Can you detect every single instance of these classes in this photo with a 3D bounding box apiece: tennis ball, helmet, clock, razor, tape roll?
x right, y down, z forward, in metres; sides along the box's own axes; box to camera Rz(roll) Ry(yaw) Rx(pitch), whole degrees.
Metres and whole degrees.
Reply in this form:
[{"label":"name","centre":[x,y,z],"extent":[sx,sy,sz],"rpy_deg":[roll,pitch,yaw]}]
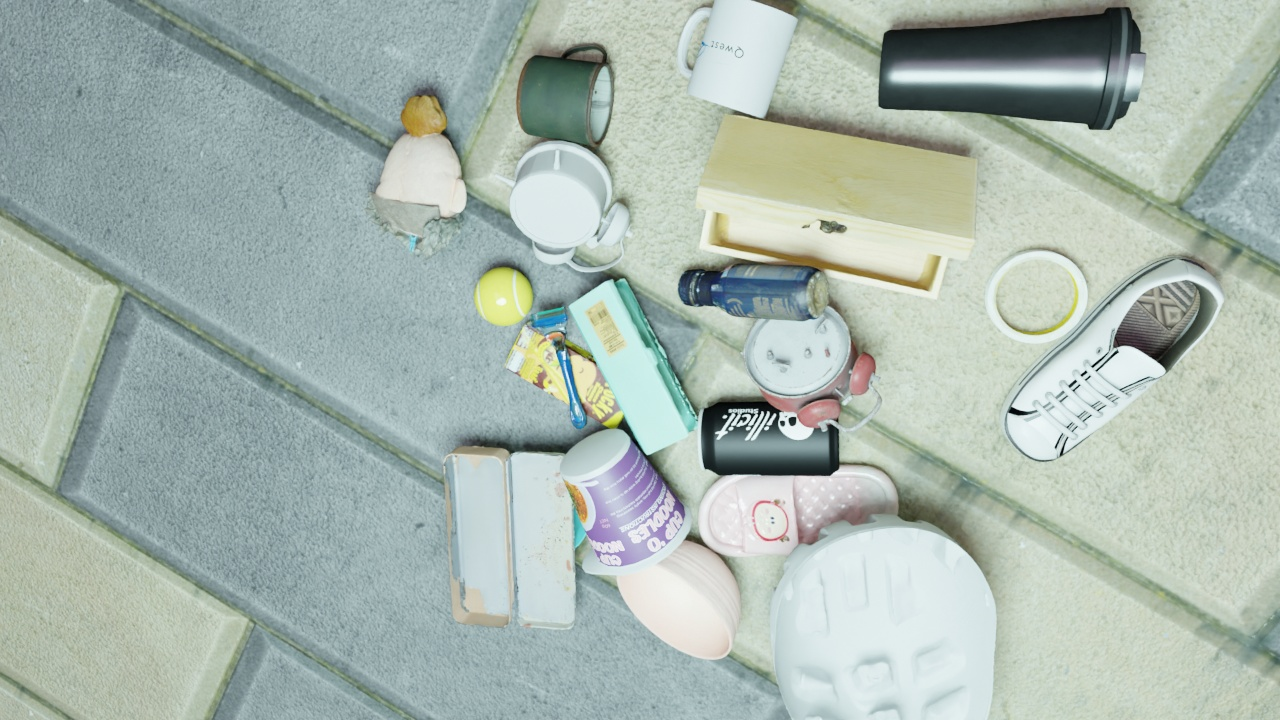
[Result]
[{"label":"tennis ball","centre":[-0.153,-0.071,1.022],"extent":[0.065,0.065,0.065],"rpy_deg":[3,104,12]},{"label":"helmet","centre":[0.239,0.274,0.942],"extent":[0.224,0.183,0.283],"rpy_deg":[-19,126,0]},{"label":"clock","centre":[-0.075,-0.159,0.976],"extent":[0.120,0.060,0.159],"rpy_deg":[-15,131,26]},{"label":"razor","centre":[-0.085,0.010,1.023],"extent":[0.044,0.018,0.141],"rpy_deg":[-10,104,16]},{"label":"tape roll","centre":[0.398,-0.065,0.925],"extent":[0.094,0.019,0.094],"rpy_deg":[3,104,12]},{"label":"clock","centre":[0.175,0.007,0.930],"extent":[0.110,0.062,0.157],"rpy_deg":[-42,57,0]}]

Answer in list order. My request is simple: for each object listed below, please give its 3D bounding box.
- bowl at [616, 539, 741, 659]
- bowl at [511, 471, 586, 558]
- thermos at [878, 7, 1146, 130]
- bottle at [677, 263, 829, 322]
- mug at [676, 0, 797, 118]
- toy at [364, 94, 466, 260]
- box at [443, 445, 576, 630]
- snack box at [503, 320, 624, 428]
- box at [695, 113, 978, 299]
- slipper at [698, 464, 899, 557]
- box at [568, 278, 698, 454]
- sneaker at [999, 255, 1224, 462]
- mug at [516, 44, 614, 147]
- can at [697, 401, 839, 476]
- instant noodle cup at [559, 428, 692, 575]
[{"label":"bowl","centre":[0.055,0.257,1.038],"extent":[0.153,0.075,0.153],"rpy_deg":[25,139,24]},{"label":"bowl","centre":[-0.112,0.167,1.081],"extent":[0.121,0.046,0.121],"rpy_deg":[3,104,12]},{"label":"thermos","centre":[0.336,-0.270,0.851],"extent":[0.219,0.105,0.106],"rpy_deg":[5,104,16]},{"label":"bottle","centre":[0.112,-0.071,0.942],"extent":[0.161,0.056,0.056],"rpy_deg":[7,106,38]},{"label":"mug","centre":[0.086,-0.305,0.912],"extent":[0.120,0.083,0.096],"rpy_deg":[30,110,34]},{"label":"toy","centre":[-0.239,-0.202,1.006],"extent":[0.133,0.076,0.176],"rpy_deg":[19,109,23]},{"label":"box","centre":[-0.147,0.206,1.056],"extent":[0.151,0.043,0.216],"rpy_deg":[3,104,15]},{"label":"snack box","centre":[-0.078,0.016,1.047],"extent":[0.149,0.025,0.061],"rpy_deg":[30,108,4]},{"label":"box","centre":[0.189,-0.156,0.896],"extent":[0.248,0.184,0.141],"rpy_deg":[12,84,8]},{"label":"slipper","centre":[0.171,0.164,1.013],"extent":[0.222,0.055,0.107],"rpy_deg":[-10,99,13]},{"label":"box","centre":[-0.007,0.006,0.981],"extent":[0.077,0.080,0.188],"rpy_deg":[-26,90,-3]},{"label":"sneaker","centre":[0.460,0.008,0.888],"extent":[0.091,0.097,0.246],"rpy_deg":[43,108,0]},{"label":"mug","centre":[-0.075,-0.282,0.951],"extent":[0.081,0.085,0.111],"rpy_deg":[11,74,11]},{"label":"can","centre":[0.139,0.084,0.987],"extent":[0.146,0.080,0.080],"rpy_deg":[-1,103,13]},{"label":"instant noodle cup","centre":[-0.031,0.150,1.001],"extent":[0.137,0.122,0.122],"rpy_deg":[-29,112,0]}]
